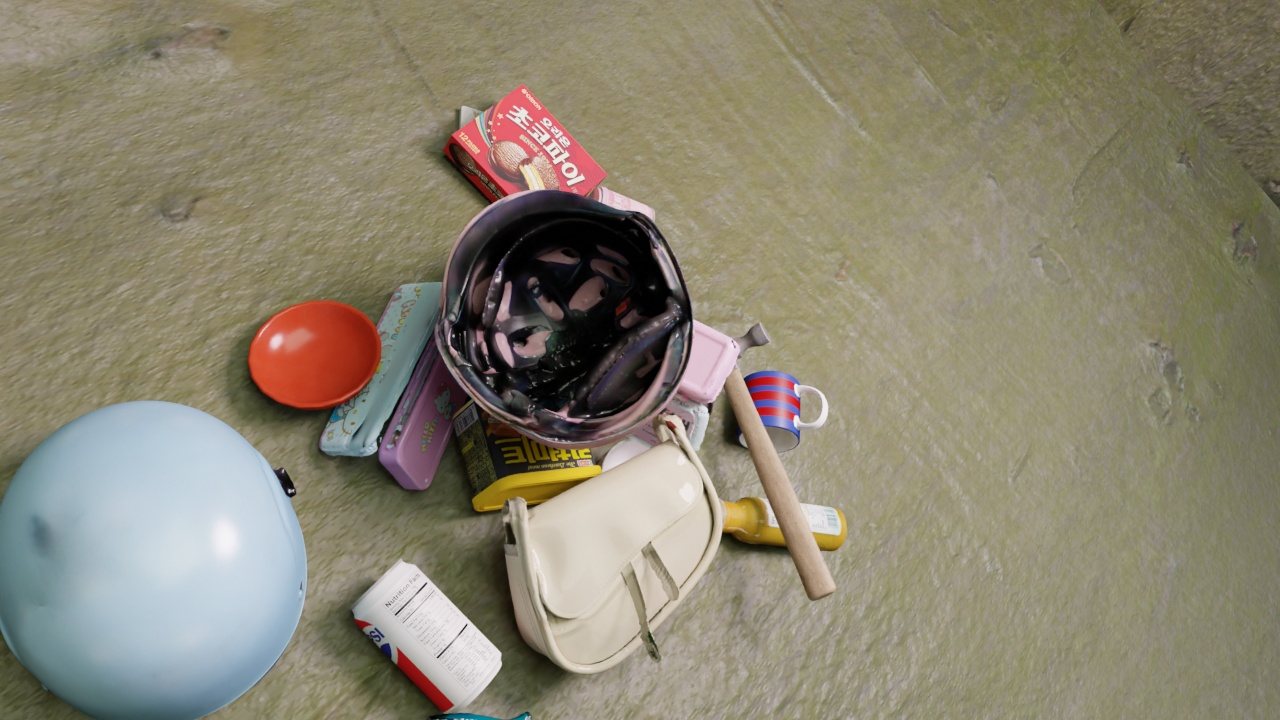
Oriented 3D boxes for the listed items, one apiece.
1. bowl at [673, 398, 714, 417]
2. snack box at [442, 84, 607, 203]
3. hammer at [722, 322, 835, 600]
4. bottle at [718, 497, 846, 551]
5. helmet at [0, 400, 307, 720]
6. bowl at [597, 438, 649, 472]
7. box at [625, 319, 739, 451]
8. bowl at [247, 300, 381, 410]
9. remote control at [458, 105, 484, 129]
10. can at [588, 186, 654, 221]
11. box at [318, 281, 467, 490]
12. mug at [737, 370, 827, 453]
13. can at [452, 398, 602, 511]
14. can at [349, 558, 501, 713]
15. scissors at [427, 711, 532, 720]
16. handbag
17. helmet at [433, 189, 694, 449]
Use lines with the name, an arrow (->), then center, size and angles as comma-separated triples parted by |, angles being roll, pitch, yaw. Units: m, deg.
bowl -> 0.022, 0.007, 1.043 | 0.067, 0.145, 0.145 | -17, 74, -15
snack box -> -0.138, -0.241, 1.121 | 0.152, 0.036, 0.132 | 46, 55, -6
hammer -> 0.144, 0.113, 1.042 | 0.030, 0.119, 0.330 | 39, 26, -57
bottle -> 0.151, 0.188, 1.065 | 0.186, 0.053, 0.053 | 11, 60, -25
helmet -> -0.380, 0.138, 0.713 | 0.225, 0.167, 0.265 | -19, 67, -26
bowl -> -0.005, 0.141, 0.999 | 0.104, 0.054, 0.104 | 13, 58, -22
box -> -0.010, 0.006, 0.968 | 0.201, 0.156, 0.058 | 26, 9, 21
bowl -> -0.312, 0.001, 0.888 | 0.122, 0.035, 0.121 | 4, 57, -6
remote control -> -0.162, -0.280, 1.156 | 0.135, 0.011, 0.050 | 11, 60, -26
can -> -0.030, -0.172, 1.141 | 0.076, 0.067, 0.067 | 19, 57, -22
box -> -0.239, 0.022, 0.938 | 0.093, 0.090, 0.213 | 2, 54, 20
mug -> 0.173, 0.059, 1.112 | 0.075, 0.112, 0.076 | 41, 45, -44
can -> -0.116, 0.089, 0.938 | 0.130, 0.073, 0.101 | 0, 62, -44
can -> -0.192, 0.247, 0.822 | 0.132, 0.070, 0.070 | 46, 52, -2
scissors -> -0.131, 0.350, 0.837 | 0.150, 0.019, 0.120 | 38, 52, -10
handbag -> -0.015, 0.177, 0.876 | 0.228, 0.132, 0.184 | -27, 100, -27
helmet -> -0.067, -0.034, 0.879 | 0.230, 0.152, 0.255 | -40, 76, -6
